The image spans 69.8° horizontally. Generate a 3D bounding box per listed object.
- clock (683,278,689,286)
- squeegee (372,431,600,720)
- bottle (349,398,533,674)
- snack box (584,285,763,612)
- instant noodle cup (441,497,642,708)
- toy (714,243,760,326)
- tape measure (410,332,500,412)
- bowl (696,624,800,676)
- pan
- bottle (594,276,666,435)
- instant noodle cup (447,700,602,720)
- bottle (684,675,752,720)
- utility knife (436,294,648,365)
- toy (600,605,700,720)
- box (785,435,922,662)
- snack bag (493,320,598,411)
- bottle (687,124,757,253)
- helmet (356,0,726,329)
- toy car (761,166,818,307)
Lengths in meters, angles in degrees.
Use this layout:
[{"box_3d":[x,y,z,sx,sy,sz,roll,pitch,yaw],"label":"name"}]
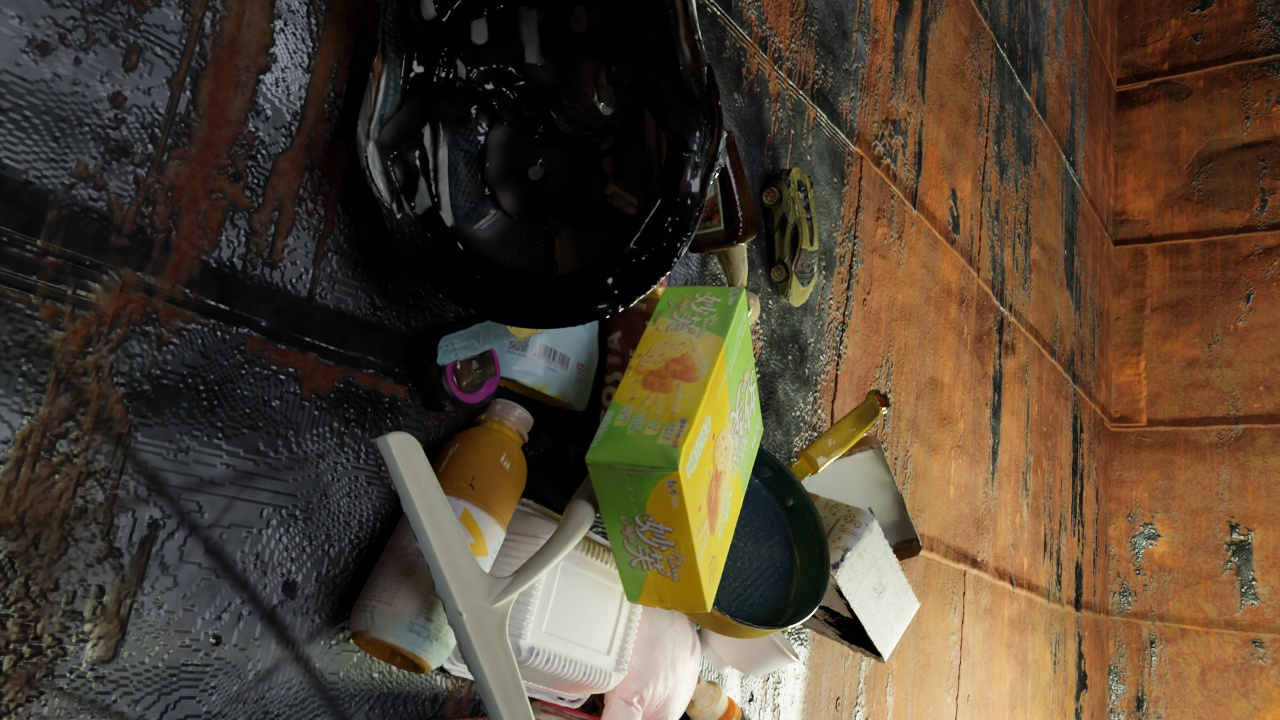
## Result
[{"box_3d":[0.039,-0.011,0.844,0.081,0.055,0.122,-21,110,-55],"label":"clock"},{"box_3d":[-0.050,0.111,0.632,0.245,0.039,0.246,-44,119,-59],"label":"squeegee"},{"box_3d":[-0.125,0.110,0.617,0.068,0.068,0.189,52,47,-36],"label":"bottle"},{"box_3d":[0.036,0.062,0.709,0.209,0.070,0.158,-64,150,-46],"label":"snack box"},{"box_3d":[-0.061,0.187,0.703,0.173,0.060,0.137,39,58,-45],"label":"instant noodle cup"},{"box_3d":[0.086,-0.055,0.914,0.105,0.066,0.157,109,-14,-75],"label":"toy"},{"box_3d":[-0.127,0.008,0.645,0.057,0.039,0.057,-33,113,-48],"label":"tape measure"},{"box_3d":[0.088,0.259,0.871,0.065,0.118,0.118,-43,129,0],"label":"bowl"},{"box_3d":[0.139,0.116,0.872,0.197,0.078,0.356,52,42,8],"label":"pan"},{"box_3d":[-0.005,0.005,0.780,0.057,0.058,0.175,12,81,-51],"label":"bottle"},{"box_3d":[-0.092,0.294,0.622,0.124,0.117,0.116,21,71,-36],"label":"instant noodle cup"},{"box_3d":[0.082,0.358,0.877,0.066,0.067,0.149,-49,117,-42],"label":"bottle"},{"box_3d":[-0.068,-0.034,0.683,0.215,0.022,0.031,-24,86,-41],"label":"utility knife"},{"box_3d":[0.006,0.280,0.781,0.121,0.054,0.159,60,41,-36],"label":"toy"},{"box_3d":[0.225,0.190,0.995,0.174,0.152,0.182,-47,125,-21],"label":"box"},{"box_3d":[-0.061,-0.063,0.727,0.110,0.039,0.190,22,74,-33],"label":"snack bag"},{"box_3d":[0.052,-0.199,0.856,0.043,0.080,0.195,-32,111,-42],"label":"bottle"},{"box_3d":[-0.065,-0.155,0.625,0.157,0.230,0.274,178,-93,-87],"label":"helmet"},{"box_3d":[0.176,-0.139,1.044,0.070,0.042,0.158,-14,101,-51],"label":"toy car"}]
